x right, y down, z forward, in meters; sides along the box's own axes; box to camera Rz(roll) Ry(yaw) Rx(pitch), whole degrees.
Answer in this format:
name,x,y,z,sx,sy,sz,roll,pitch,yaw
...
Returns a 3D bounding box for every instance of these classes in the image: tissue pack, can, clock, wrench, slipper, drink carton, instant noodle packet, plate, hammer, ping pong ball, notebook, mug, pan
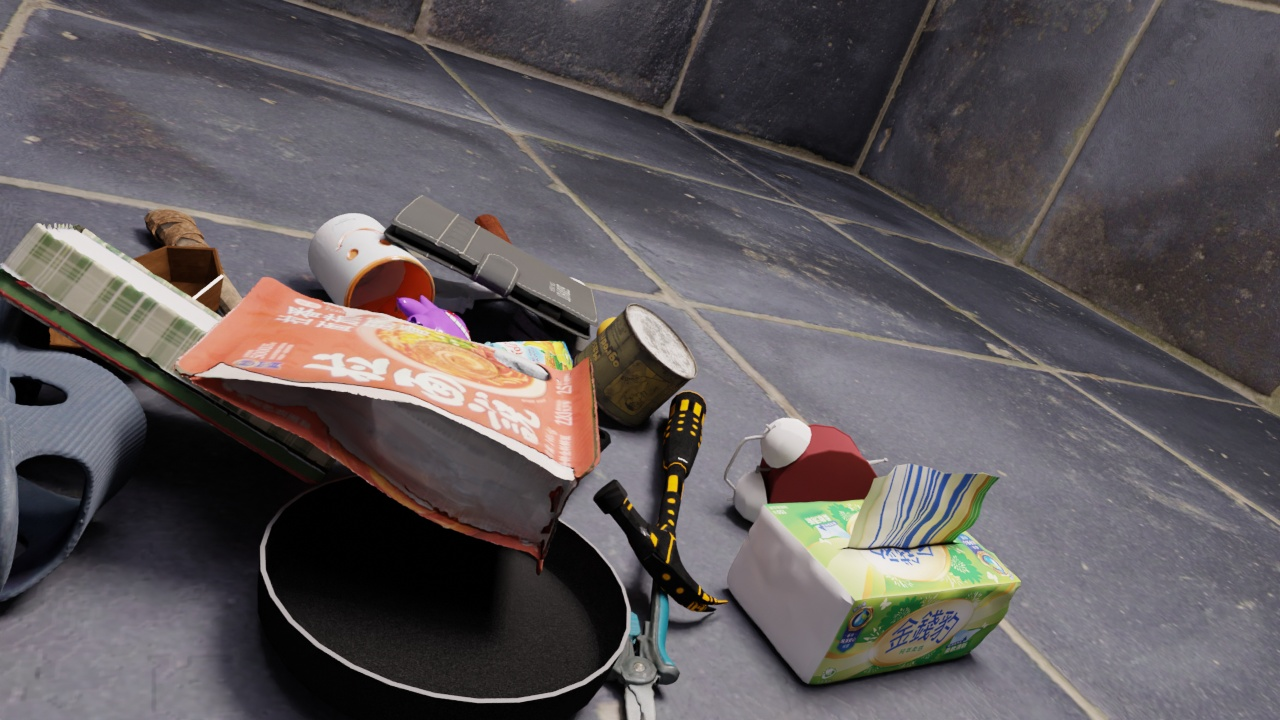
name,x,y,z,sx,sy,sz,roll,pitch,yaw
tissue pack,0.182,0.135,0.657,0.197,0.142,0.120,1,29,-41
can,-0.005,0.005,0.845,0.090,0.075,0.089,39,22,-20
clock,0.137,0.099,0.762,0.137,0.096,0.048,18,21,-16
wrench,-0.151,-0.079,1.023,0.066,0.018,0.272,33,23,27
slipper,-0.314,0.043,0.488,0.082,0.101,0.263,14,16,-37
drink carton,-0.102,0.006,0.797,0.128,0.039,0.044,-4,71,-66
instant noodle packet,-0.142,0.020,0.551,0.221,0.084,0.164,22,19,-12
plate,-0.354,-0.037,0.650,0.131,0.025,0.131,-9,36,7
hammer,-0.343,-0.056,0.755,0.121,0.049,0.319,2,27,-45
ping pong ball,-0.027,-0.026,0.977,0.040,0.040,0.040,19,22,-8
notebook,-0.138,-0.094,0.895,0.209,0.029,0.169,25,13,-11
hammer,0.031,0.091,0.737,0.123,0.036,0.320,51,15,-8
hammer,-0.122,-0.082,0.998,0.111,0.028,0.300,12,27,-37
mug,-0.247,-0.077,0.838,0.082,0.082,0.105,2,28,-41
pan,-0.086,0.113,0.584,0.204,0.044,0.354,23,18,10

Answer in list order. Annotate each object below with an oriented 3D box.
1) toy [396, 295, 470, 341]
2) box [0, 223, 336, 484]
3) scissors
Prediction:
name,x,y,z,sx,sy,sz,roll,pitch,yaw
toy,-0.176,-0.014,0.790,0.106,0.056,0.088,52,20,-19
box,-0.272,-0.004,0.555,0.205,0.050,0.118,37,-6,-23
scissors,-0.008,0.171,0.562,0.126,0.019,0.144,-16,35,-43
